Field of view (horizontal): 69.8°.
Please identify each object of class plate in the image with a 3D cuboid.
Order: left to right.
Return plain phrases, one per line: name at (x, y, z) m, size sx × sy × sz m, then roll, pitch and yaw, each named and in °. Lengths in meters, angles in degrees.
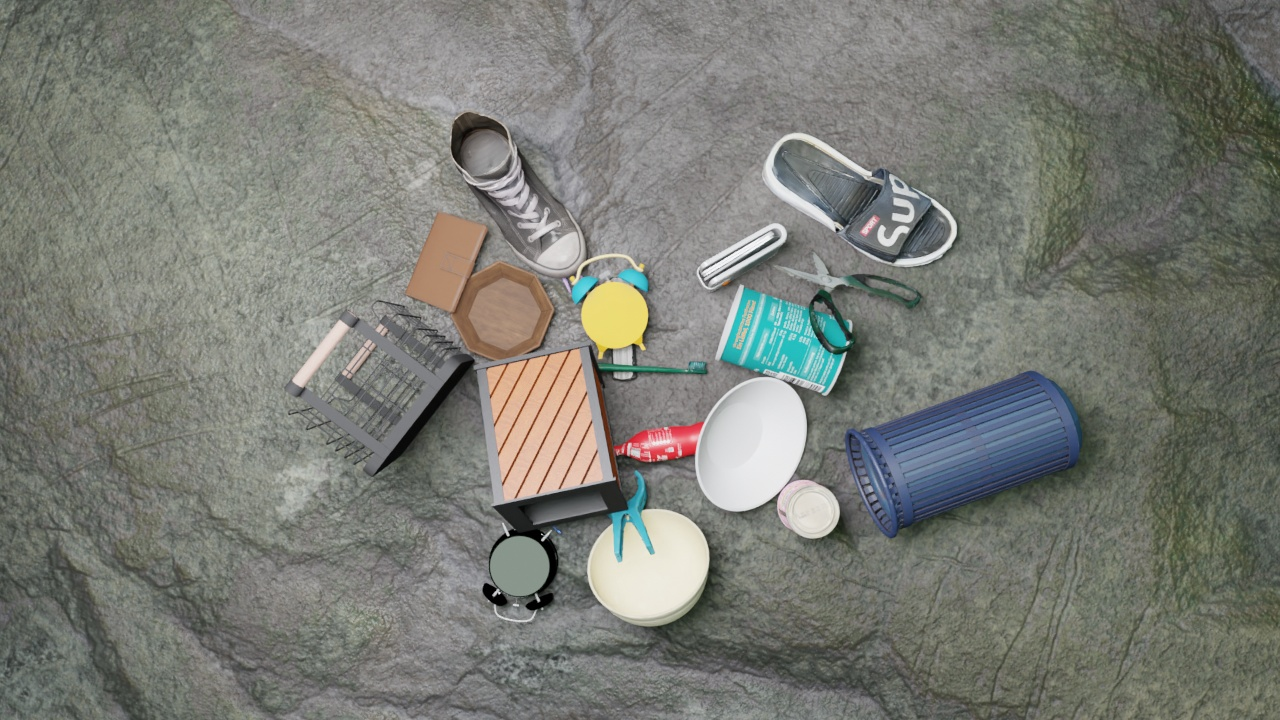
plate at (-0.179, -0.062, 1.199) m, size 0.131 × 0.025 × 0.131 m, roll 0°, pitch 87°, yaw 1°
plate at (0.130, 0.100, 1.152) m, size 0.173 × 0.036 × 0.174 m, roll -10°, pitch 110°, yaw -30°

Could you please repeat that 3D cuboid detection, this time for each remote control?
remote control at (-0.023, -0.042, 1.200) m, size 0.033 × 0.013 × 0.136 m, roll -2°, pitch 85°, yaw 0°

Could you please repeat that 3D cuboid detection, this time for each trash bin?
trash bin at (-0.105, 0.095, 1.106) m, size 0.140 × 0.140 × 0.171 m, roll -12°, pitch 67°, yaw 1°
trash bin at (0.395, 0.109, 1.122) m, size 0.249 × 0.139 × 0.139 m, roll -19°, pitch 86°, yaw -1°

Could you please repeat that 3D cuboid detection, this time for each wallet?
wallet at (-0.254, -0.129, 1.198) m, size 0.087 × 0.013 × 0.121 m, roll 20°, pitch 87°, yaw 26°
wallet at (0.127, -0.130, 1.150) m, size 0.118 × 0.115 × 0.037 m, roll -30°, pitch 86°, yaw -1°

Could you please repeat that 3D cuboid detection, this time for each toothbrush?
toothbrush at (-0.007, 0.007, 1.180) m, size 0.189 × 0.016 × 0.017 m, roll 2°, pitch 87°, yaw -9°

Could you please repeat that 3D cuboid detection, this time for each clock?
clock at (-0.153, 0.272, 1.171) m, size 0.091 × 0.042 × 0.120 m, roll 9°, pitch 87°, yaw 2°
clock at (-0.035, -0.071, 1.175) m, size 0.099 × 0.043 × 0.129 m, roll -11°, pitch 92°, yaw 0°

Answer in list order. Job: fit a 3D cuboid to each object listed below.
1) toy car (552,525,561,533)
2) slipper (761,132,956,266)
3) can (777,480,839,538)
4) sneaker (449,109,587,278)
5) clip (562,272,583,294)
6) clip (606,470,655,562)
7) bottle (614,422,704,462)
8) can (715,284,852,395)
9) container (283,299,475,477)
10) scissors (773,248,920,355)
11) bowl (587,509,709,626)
toy car at (-0.136, 0.189, 1.165) m, size 0.092 × 0.062 × 0.033 m, roll 33°, pitch 88°, yaw 3°
slipper at (0.282, -0.207, 1.180) m, size 0.264 × 0.063 × 0.111 m, roll 32°, pitch 88°, yaw 5°
can at (0.209, 0.185, 1.151) m, size 0.067 × 0.076 × 0.067 m, roll 0°, pitch 87°, yaw 1°
sneaker at (-0.155, -0.207, 1.160) m, size 0.095 × 0.120 × 0.234 m, roll -32°, pitch 89°, yaw -1°
clip at (-0.097, -0.113, 1.207) m, size 0.029 × 0.013 × 0.050 m, roll -41°, pitch 84°, yaw -2°
clip at (-0.036, 0.195, 1.150) m, size 0.120 × 0.030 × 0.130 m, roll 0°, pitch 46°, yaw 10°
bottle at (0.033, 0.107, 1.176) m, size 0.141 × 0.042 × 0.042 m, roll -8°, pitch 87°, yaw 1°
can at (0.178, -0.026, 1.151) m, size 0.144 × 0.099 × 0.099 m, roll 18°, pitch 87°, yaw 2°
container at (-0.307, 0.024, 1.097) m, size 0.130 × 0.241 × 0.163 m, roll 38°, pitch 88°, yaw -5°
scissors at (0.260, -0.069, 1.137) m, size 0.201 × 0.015 × 0.205 m, roll 14°, pitch 43°, yaw -5°
bowl at (0.016, 0.268, 1.137) m, size 0.151 × 0.075 × 0.150 m, roll -8°, pitch 45°, yaw 8°
